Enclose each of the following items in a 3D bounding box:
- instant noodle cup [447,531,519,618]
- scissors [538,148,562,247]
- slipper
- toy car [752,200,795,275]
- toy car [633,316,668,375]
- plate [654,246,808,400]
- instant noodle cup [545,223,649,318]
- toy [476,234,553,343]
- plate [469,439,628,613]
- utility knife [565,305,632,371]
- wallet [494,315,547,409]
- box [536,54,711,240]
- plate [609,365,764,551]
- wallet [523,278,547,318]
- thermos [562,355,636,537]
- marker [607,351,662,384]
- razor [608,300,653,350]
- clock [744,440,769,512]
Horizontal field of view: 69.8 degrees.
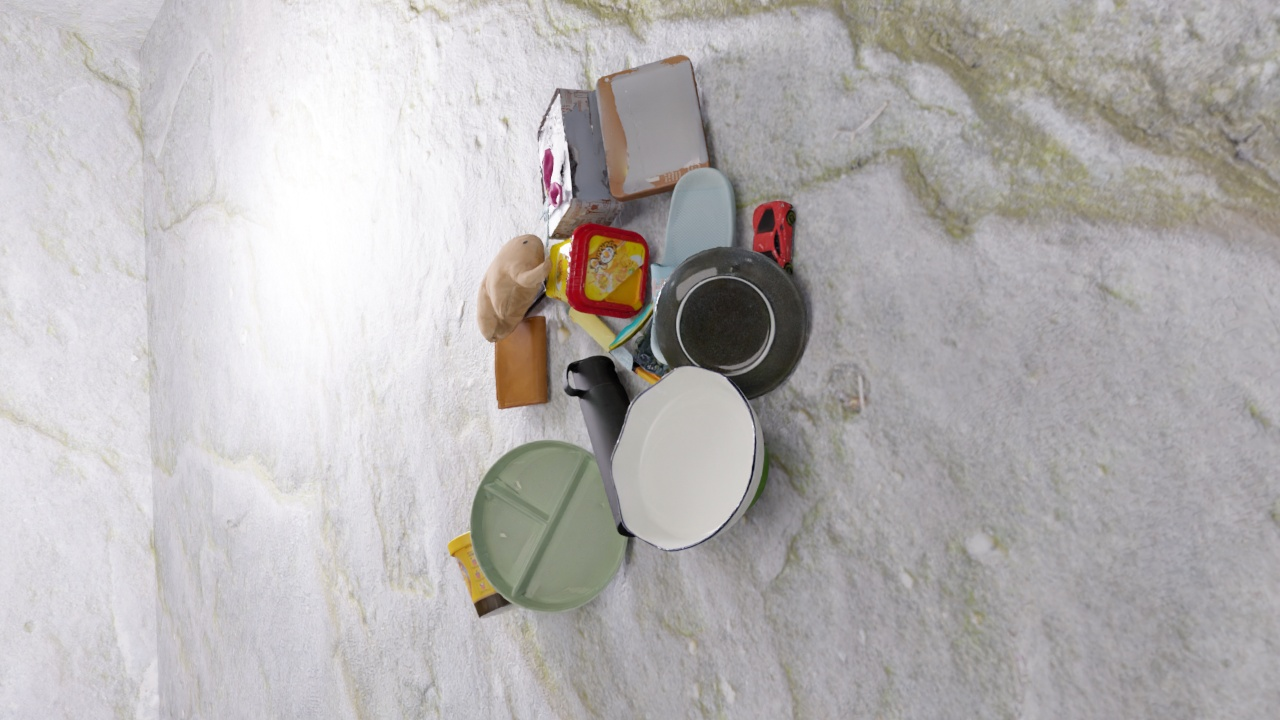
[{"bbox_3d":[-0.203,0.299,1.315,0.119,0.118,0.114,-36,68,38],"label":"instant noodle cup"},{"bbox_3d":[-0.124,-0.221,1.226,0.134,0.017,0.131,144,119,-69],"label":"scissors"},{"bbox_3d":[0.064,-0.114,1.089,0.104,0.074,0.245,4,84,21],"label":"slipper"},{"bbox_3d":[0.150,-0.130,1.052,0.049,0.031,0.106,0,87,48],"label":"toy car"},{"bbox_3d":[0.036,-0.039,1.157,0.054,0.036,0.121,35,100,42],"label":"toy car"},{"bbox_3d":[0.098,-0.039,1.035,0.180,0.024,0.179,4,101,19],"label":"plate"},{"bbox_3d":[-0.064,-0.118,1.225,0.124,0.116,0.116,6,90,58],"label":"instant noodle cup"},{"bbox_3d":[-0.172,-0.116,1.285,0.227,0.082,0.143,138,141,-60],"label":"toy"},{"bbox_3d":[-0.122,0.221,1.230,0.230,0.027,0.230,-1,86,18],"label":"plate"},{"bbox_3d":[-0.058,-0.037,1.247,0.031,0.021,0.208,-65,31,13],"label":"utility knife"},{"bbox_3d":[-0.187,0.005,1.383,0.119,0.035,0.130,-10,79,41],"label":"wallet"},{"bbox_3d":[-0.040,-0.279,1.212,0.272,0.132,0.179,-20,71,38],"label":"box"},{"bbox_3d":[0.054,0.110,1.017,0.205,0.045,0.204,-17,64,39],"label":"plate"},{"bbox_3d":[-0.191,-0.110,1.417,0.123,0.020,0.096,-40,63,35],"label":"wallet"},{"bbox_3d":[-0.040,0.102,1.163,0.069,0.089,0.242,-52,45,35],"label":"thermos"},{"bbox_3d":[-0.007,0.007,1.208,0.124,0.018,0.015,34,110,44],"label":"marker"},{"bbox_3d":[0.002,-0.064,1.175,0.028,0.043,0.133,38,102,12],"label":"razor"},{"bbox_3d":[0.074,0.117,1.069,0.161,0.056,0.116,19,88,47],"label":"clock"}]
